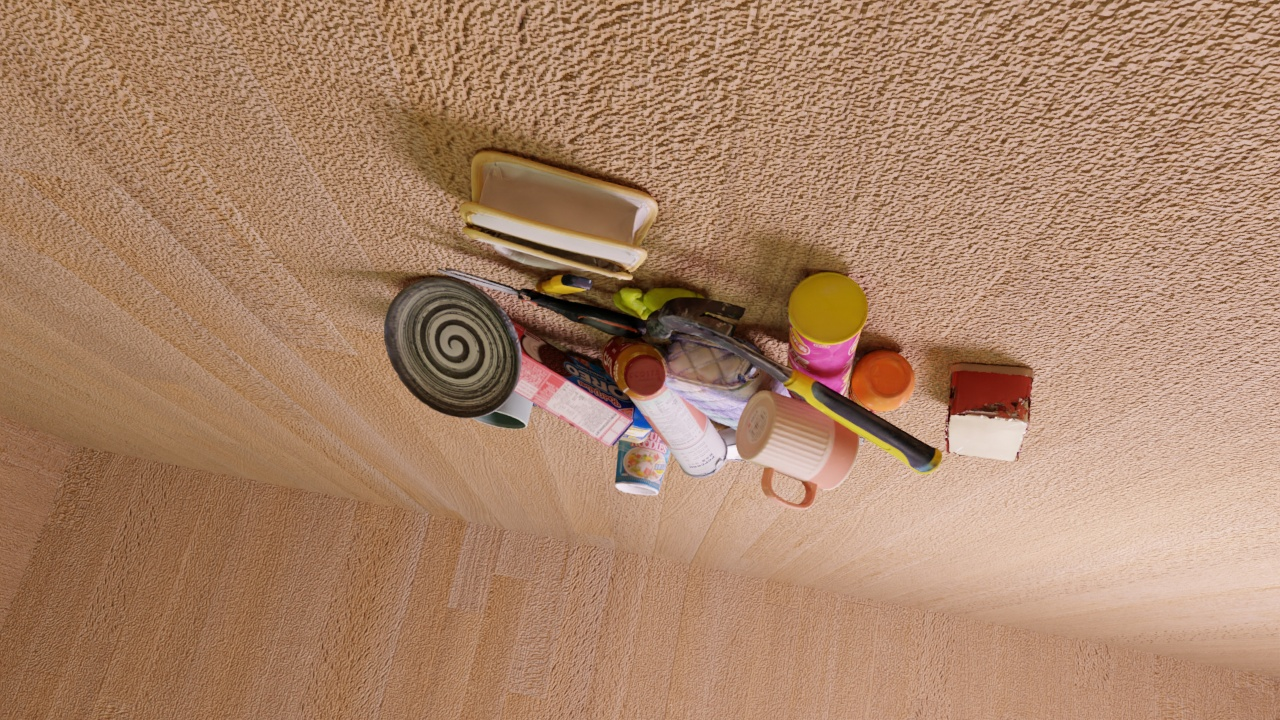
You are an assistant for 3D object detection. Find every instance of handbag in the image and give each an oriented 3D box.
[{"bbox_3d":[0.112,0.029,1.078,0.134,0.075,0.194,15,168,32],"label":"handbag"},{"bbox_3d":[-0.080,-0.109,0.832,0.163,0.063,0.179,15,165,-6],"label":"handbag"}]

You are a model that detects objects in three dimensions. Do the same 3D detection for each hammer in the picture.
[{"bbox_3d":[0.162,0.027,0.899,0.323,0.031,0.126,30,166,-12],"label":"hammer"}]

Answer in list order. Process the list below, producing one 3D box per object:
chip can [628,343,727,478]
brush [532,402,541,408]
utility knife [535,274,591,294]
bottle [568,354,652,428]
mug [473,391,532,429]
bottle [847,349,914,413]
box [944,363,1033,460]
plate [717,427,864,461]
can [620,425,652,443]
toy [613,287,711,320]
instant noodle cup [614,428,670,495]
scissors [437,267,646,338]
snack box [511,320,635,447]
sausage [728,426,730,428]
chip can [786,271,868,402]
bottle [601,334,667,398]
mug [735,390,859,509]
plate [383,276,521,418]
[{"bbox_3d":[0.044,0.069,1.175,0.071,0.071,0.215,0,146,29],"label":"chip can"},{"bbox_3d":[-0.140,0.034,1.274,0.144,0.055,0.073,9,162,8],"label":"brush"},{"bbox_3d":[-0.083,-0.078,0.939,0.033,0.015,0.168,11,178,-19],"label":"utility knife"},{"bbox_3d":[-0.016,0.053,1.241,0.218,0.065,0.065,20,160,-21],"label":"bottle"},{"bbox_3d":[-0.185,0.022,1.186,0.082,0.106,0.111,-4,157,39],"label":"mug"},{"bbox_3d":[0.264,0.033,1.040,0.067,0.066,0.149,10,168,4],"label":"bottle"},{"bbox_3d":[0.393,0.069,1.037,0.091,0.076,0.168,5,161,20],"label":"box"},{"bbox_3d":[0.193,0.110,1.295,0.161,0.034,0.266,7,165,-30],"label":"plate"},{"bbox_3d":[-0.026,0.076,1.330,0.102,0.057,0.083,14,159,-8],"label":"can"},{"bbox_3d":[0.024,-0.057,0.958,0.100,0.031,0.096,-2,160,44],"label":"toy"},{"bbox_3d":[0.004,0.153,1.449,0.099,0.109,0.099,9,161,3],"label":"instant noodle cup"},{"bbox_3d":[-0.103,-0.059,0.988,0.227,0.021,0.198,15,177,8],"label":"scissors"},{"bbox_3d":[-0.104,0.028,1.135,0.207,0.057,0.058,32,119,-15],"label":"snack box"},{"bbox_3d":[0.164,0.081,1.291,0.020,0.020,0.156,18,160,-19],"label":"sausage"},{"bbox_3d":[0.184,-0.012,0.930,0.071,0.071,0.211,8,161,11],"label":"chip can"},{"bbox_3d":[-0.006,0.006,1.000,0.057,0.057,0.175,15,-175,-10],"label":"bottle"},{"bbox_3d":[0.162,0.098,0.977,0.106,0.114,0.082,20,167,-20],"label":"mug"},{"bbox_3d":[-0.217,-0.017,1.079,0.179,0.180,0.024,8,-154,17],"label":"plate"}]
